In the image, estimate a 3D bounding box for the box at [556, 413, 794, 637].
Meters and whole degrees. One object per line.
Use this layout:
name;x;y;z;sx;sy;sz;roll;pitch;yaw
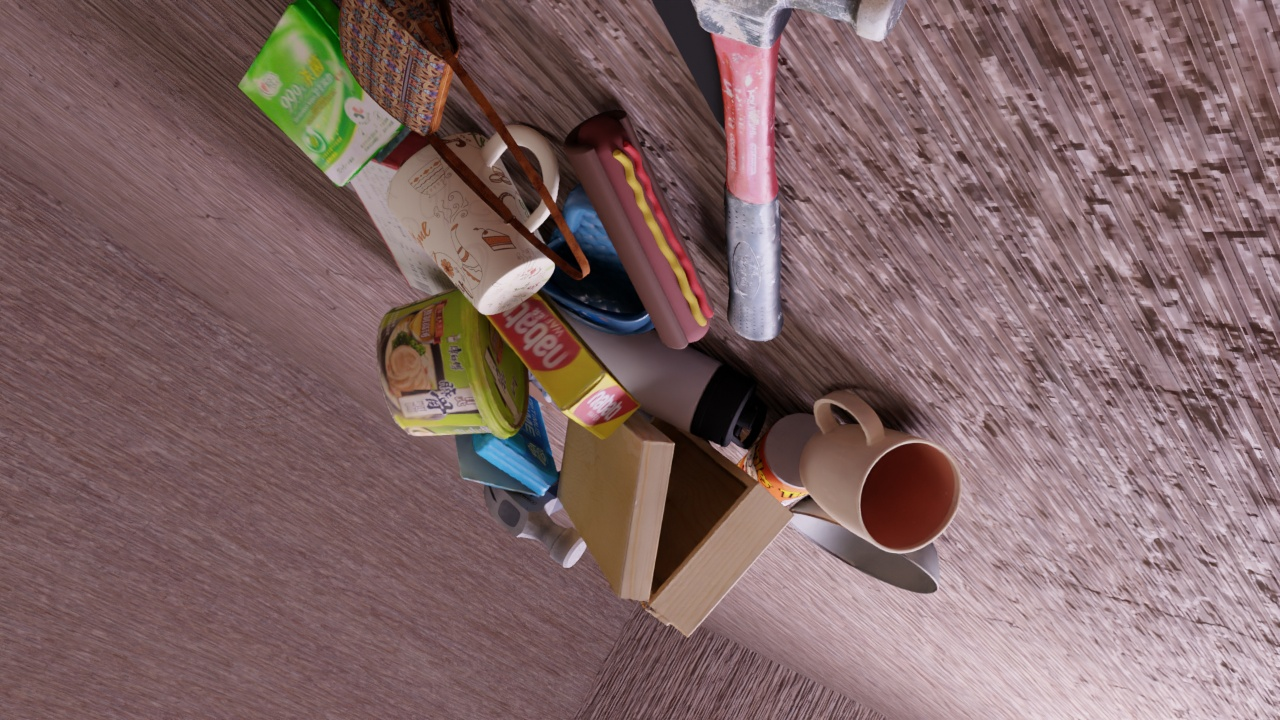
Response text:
box;0.001;0.111;0.785;0.148;0.141;0.249;31;180;-18

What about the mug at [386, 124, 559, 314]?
mug;-0.094;-0.098;0.593;0.097;0.122;0.080;55;-150;13

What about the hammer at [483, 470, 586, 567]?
hammer;-0.056;0.133;1.014;0.139;0.035;0.311;32;-161;19

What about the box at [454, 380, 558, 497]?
box;-0.154;0.048;0.964;0.091;0.066;0.243;40;-166;-32

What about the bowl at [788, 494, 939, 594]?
bowl;0.211;0.153;0.842;0.151;0.056;0.151;28;164;9

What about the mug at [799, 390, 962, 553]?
mug;0.163;0.074;0.675;0.111;0.085;0.104;66;166;-14

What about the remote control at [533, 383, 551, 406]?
remote control;-0.113;0.029;1.069;0.022;0.050;0.133;9;170;-17

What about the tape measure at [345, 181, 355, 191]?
tape measure;-0.250;-0.169;0.785;0.065;0.016;0.064;15;158;43

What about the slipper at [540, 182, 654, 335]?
slipper;-0.025;-0.057;0.645;0.104;0.059;0.214;30;162;-3

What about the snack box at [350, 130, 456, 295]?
snack box;-0.187;-0.120;0.779;0.076;0.044;0.273;23;163;6

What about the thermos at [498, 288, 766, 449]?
thermos;-0.005;0.005;0.783;0.230;0.068;0.101;26;174;15

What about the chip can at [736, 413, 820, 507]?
chip can;0.124;0.102;0.836;0.062;0.062;0.211;30;164;5

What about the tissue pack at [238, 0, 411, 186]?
tissue pack;-0.200;-0.171;0.593;0.099;0.034;0.114;47;138;-17

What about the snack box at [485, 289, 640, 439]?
snack box;-0.085;-0.033;0.686;0.200;0.042;0.092;49;180;24

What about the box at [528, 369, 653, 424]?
box;-0.047;0.024;0.942;0.157;0.063;0.216;-3;143;50

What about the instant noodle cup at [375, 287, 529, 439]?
instant noodle cup;-0.165;0.003;0.814;0.098;0.146;0.146;-10;153;8

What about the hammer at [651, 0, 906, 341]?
hammer;0.047;-0.091;0.462;0.140;0.036;0.326;24;163;17

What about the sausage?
sausage;0.004;-0.071;0.527;0.040;0.040;0.156;15;143;44

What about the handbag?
handbag;-0.088;-0.127;0.510;0.196;0.043;0.094;49;155;-1
